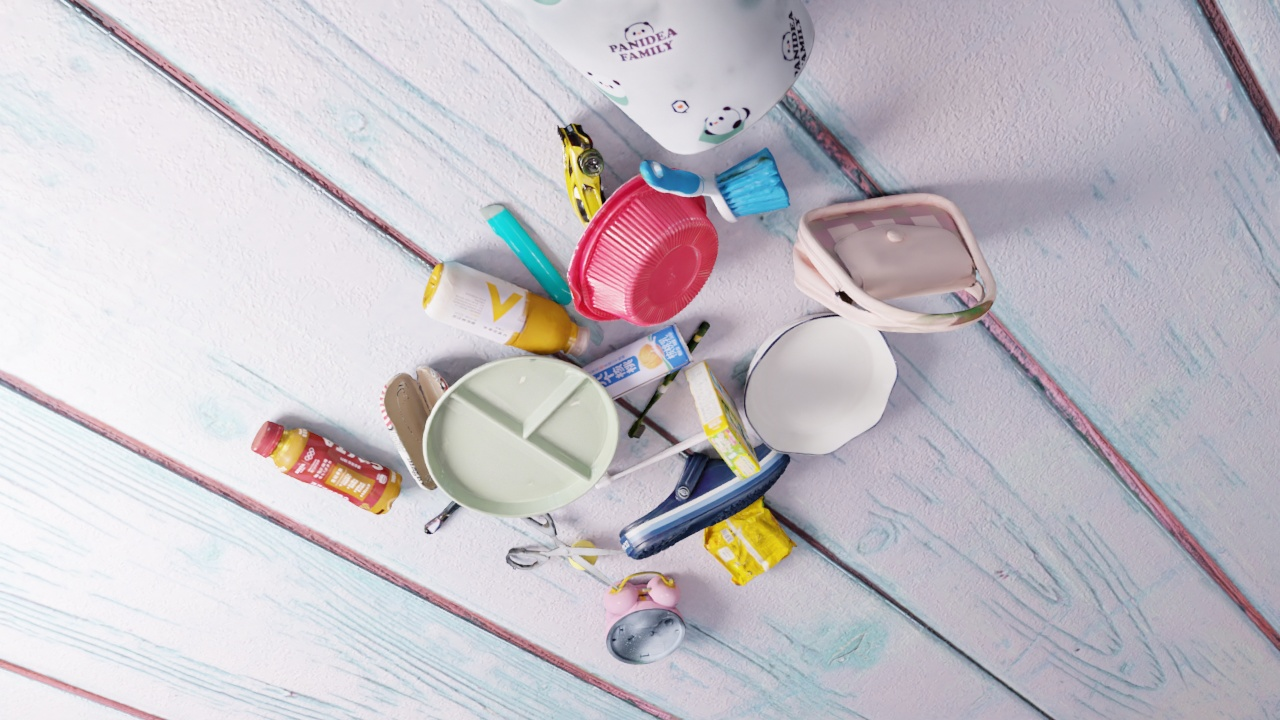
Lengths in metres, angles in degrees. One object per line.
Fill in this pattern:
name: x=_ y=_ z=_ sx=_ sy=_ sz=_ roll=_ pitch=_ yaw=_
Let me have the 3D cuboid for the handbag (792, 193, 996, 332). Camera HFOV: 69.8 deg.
handbag: x=0.289 y=-0.094 z=1.007 sx=0.193 sy=0.234 sz=0.093 roll=-9 pitch=124 yaw=-8

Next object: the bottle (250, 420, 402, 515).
bottle: x=-0.373 y=0.127 z=1.094 sx=0.175 sy=0.057 sz=0.057 roll=32 pitch=109 yaw=-28

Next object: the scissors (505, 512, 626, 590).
scissors: x=-0.105 y=0.256 z=1.230 sx=0.160 sy=0.014 sz=0.181 roll=-32 pitch=104 yaw=24

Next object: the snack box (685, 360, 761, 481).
snack box: x=0.100 y=0.072 z=1.122 sx=0.034 sy=0.140 sz=0.087 roll=-32 pitch=123 yaw=9

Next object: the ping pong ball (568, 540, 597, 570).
ping pong ball: x=-0.079 y=0.267 z=1.260 sx=0.040 sy=0.040 sz=0.040 roll=-6 pitch=122 yaw=-10

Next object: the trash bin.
trash bin: x=0.012 y=-0.335 z=0.813 sx=0.230 sy=0.229 sz=0.252 roll=-42 pitch=127 yaw=13

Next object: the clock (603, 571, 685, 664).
clock: x=0.003 y=0.367 z=1.330 sx=0.117 sy=0.059 sz=0.159 roll=-5 pitch=124 yaw=-9

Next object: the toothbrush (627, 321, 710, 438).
toothbrush: x=0.037 y=0.027 z=1.157 sx=0.017 sy=0.012 sz=0.186 roll=20 pitch=115 yaw=-30

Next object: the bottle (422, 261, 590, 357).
bottle: x=-0.147 y=-0.051 z=1.031 sx=0.189 sy=0.068 sz=0.068 roll=21 pitch=114 yaw=-24

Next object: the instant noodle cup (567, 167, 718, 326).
instant noodle cup: x=0.016 y=-0.106 z=0.985 sx=0.193 sy=0.066 sz=0.194 roll=-32 pitch=147 yaw=-24

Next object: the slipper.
slipper: x=0.077 y=0.174 z=1.212 sx=0.252 sy=0.095 sz=0.105 roll=-27 pitch=164 yaw=-17

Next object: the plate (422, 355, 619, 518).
plate: x=-0.138 y=0.089 z=1.077 sx=0.230 sy=0.027 sz=0.231 roll=-6 pitch=122 yaw=-10

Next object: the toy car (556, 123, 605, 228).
toy car: x=-0.055 y=-0.176 z=0.974 sx=0.041 sy=0.071 sz=0.156 roll=-17 pitch=124 yaw=-4

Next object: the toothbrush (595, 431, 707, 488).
toothbrush: x=0.020 y=0.126 z=1.212 sx=0.180 sy=0.016 sz=0.016 roll=-24 pitch=118 yaw=3

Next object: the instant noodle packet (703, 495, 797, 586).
instant noodle packet: x=0.152 y=0.255 z=1.305 sx=0.111 sy=0.044 sz=0.128 roll=-35 pitch=126 yaw=1

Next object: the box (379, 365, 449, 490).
box: x=-0.251 y=0.086 z=1.087 sx=0.087 sy=0.076 sz=0.162 roll=-37 pitch=131 yaw=-24

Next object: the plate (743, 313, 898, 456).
plate: x=0.226 y=0.028 z=1.176 sx=0.204 sy=0.045 sz=0.205 roll=-6 pitch=118 yaw=-11

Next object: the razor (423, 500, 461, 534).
razor: x=-0.234 y=0.178 z=1.181 sx=0.042 sy=0.022 sz=0.143 roll=36 pitch=108 yaw=-27

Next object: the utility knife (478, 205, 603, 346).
utility knife: x=-0.107 y=-0.094 z=1.047 sx=0.029 sy=0.013 sz=0.222 roll=-34 pitch=120 yaw=7

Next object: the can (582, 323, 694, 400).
can: x=-0.007 y=0.006 z=1.108 sx=0.134 sy=0.053 sz=0.053 roll=-25 pitch=123 yaw=3

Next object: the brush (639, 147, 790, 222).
brush: x=0.082 y=-0.175 z=0.902 sx=0.109 sy=0.314 sz=0.060 roll=-21 pitch=86 yaw=12
